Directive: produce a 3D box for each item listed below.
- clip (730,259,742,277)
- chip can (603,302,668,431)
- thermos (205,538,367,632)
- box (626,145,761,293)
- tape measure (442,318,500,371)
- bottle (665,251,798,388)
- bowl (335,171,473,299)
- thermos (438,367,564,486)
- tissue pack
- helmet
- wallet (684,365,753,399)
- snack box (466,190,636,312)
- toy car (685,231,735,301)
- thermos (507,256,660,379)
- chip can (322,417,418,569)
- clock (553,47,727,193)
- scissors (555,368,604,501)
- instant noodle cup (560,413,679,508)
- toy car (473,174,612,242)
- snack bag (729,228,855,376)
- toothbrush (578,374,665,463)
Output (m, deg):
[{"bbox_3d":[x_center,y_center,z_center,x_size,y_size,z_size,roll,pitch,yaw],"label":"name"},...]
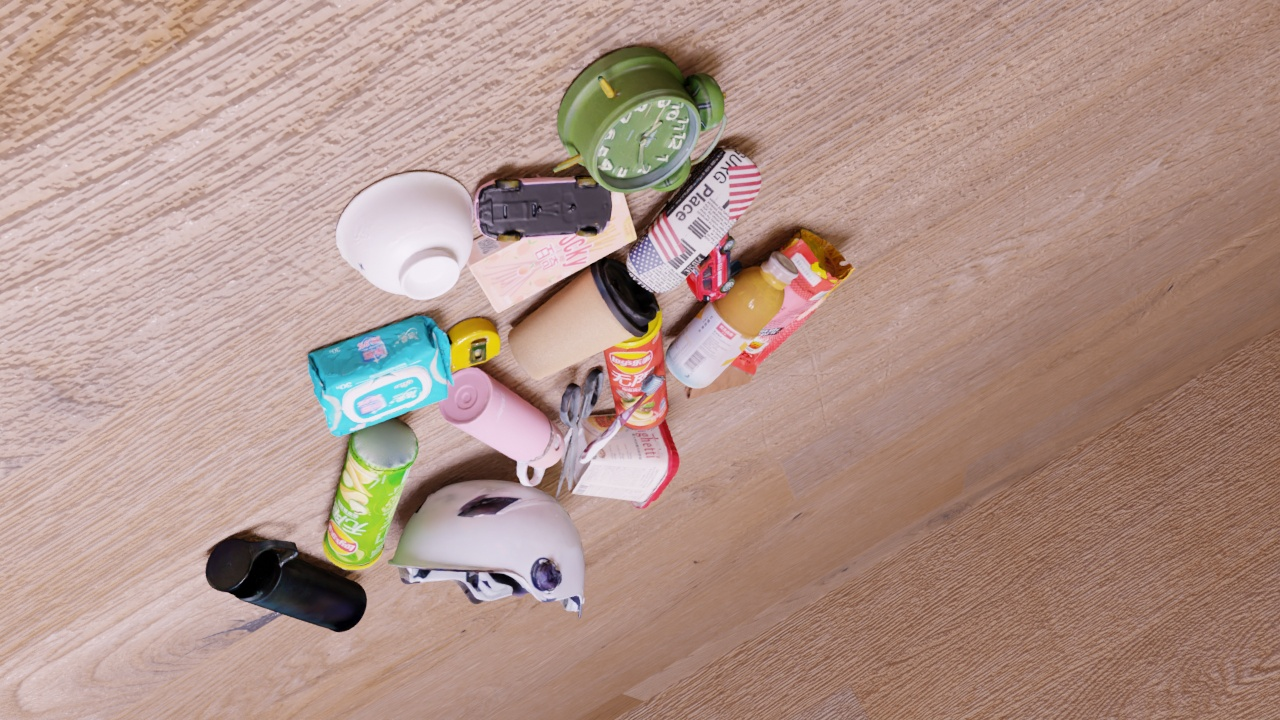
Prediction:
[{"bbox_3d":[0.096,-0.091,1.062,0.058,0.038,0.026,-32,157,8],"label":"clip"},{"bbox_3d":[-0.006,0.006,1.068,0.073,0.073,0.217,-25,151,-11],"label":"chip can"},{"bbox_3d":[-0.412,0.270,1.110,0.090,0.068,0.243,-26,151,1],"label":"thermos"},{"bbox_3d":[0.051,-0.138,0.900,0.164,0.068,0.051,-47,-173,12],"label":"box"},{"bbox_3d":[-0.170,-0.015,0.927,0.060,0.029,0.057,-18,148,-21],"label":"tape measure"},{"bbox_3d":[0.105,-0.047,1.053,0.068,0.068,0.190,5,136,-47],"label":"bottle"},{"bbox_3d":[-0.183,-0.090,0.759,0.118,0.064,0.118,-23,150,-14],"label":"bowl"},{"bbox_3d":[-0.152,0.081,1.041,0.067,0.087,0.198,4,160,22],"label":"thermos"},{"bbox_3d":[-0.245,0.015,0.882,0.133,0.050,0.093,-22,149,-16],"label":"tissue pack"},{"bbox_3d":[-0.179,0.222,1.144,0.230,0.145,0.258,-5,154,35],"label":"helmet"},{"bbox_3d":[0.117,0.003,1.232,0.101,0.020,0.116,-14,144,-26],"label":"wallet"},{"bbox_3d":[-0.083,-0.110,0.860,0.157,0.026,0.084,-28,151,-3],"label":"snack box"},{"bbox_3d":[0.071,-0.109,0.976,0.045,0.053,0.121,-28,150,-14],"label":"toy car"},{"bbox_3d":[-0.060,-0.040,0.934,0.143,0.093,0.093,-31,152,17],"label":"thermos"},{"bbox_3d":[-0.302,0.149,1.019,0.072,0.072,0.222,-8,144,-35],"label":"chip can"},{"bbox_3d":[0.007,-0.196,0.776,0.161,0.056,0.116,-5,143,-39],"label":"clock"},{"bbox_3d":[-0.082,0.089,1.104,0.164,0.014,0.163,-61,159,-12],"label":"scissors"},{"bbox_3d":[-0.031,0.125,1.201,0.124,0.116,0.117,4,137,-30],"label":"instant noodle cup"},{"bbox_3d":[-0.084,-0.132,0.797,0.122,0.037,0.056,-6,110,-22],"label":"toy car"},{"bbox_3d":[0.156,-0.062,1.117,0.128,0.073,0.208,17,132,-35],"label":"snack bag"},{"bbox_3d":[-0.028,0.071,1.075,0.017,0.016,0.188,13,138,-32],"label":"toothbrush"}]
